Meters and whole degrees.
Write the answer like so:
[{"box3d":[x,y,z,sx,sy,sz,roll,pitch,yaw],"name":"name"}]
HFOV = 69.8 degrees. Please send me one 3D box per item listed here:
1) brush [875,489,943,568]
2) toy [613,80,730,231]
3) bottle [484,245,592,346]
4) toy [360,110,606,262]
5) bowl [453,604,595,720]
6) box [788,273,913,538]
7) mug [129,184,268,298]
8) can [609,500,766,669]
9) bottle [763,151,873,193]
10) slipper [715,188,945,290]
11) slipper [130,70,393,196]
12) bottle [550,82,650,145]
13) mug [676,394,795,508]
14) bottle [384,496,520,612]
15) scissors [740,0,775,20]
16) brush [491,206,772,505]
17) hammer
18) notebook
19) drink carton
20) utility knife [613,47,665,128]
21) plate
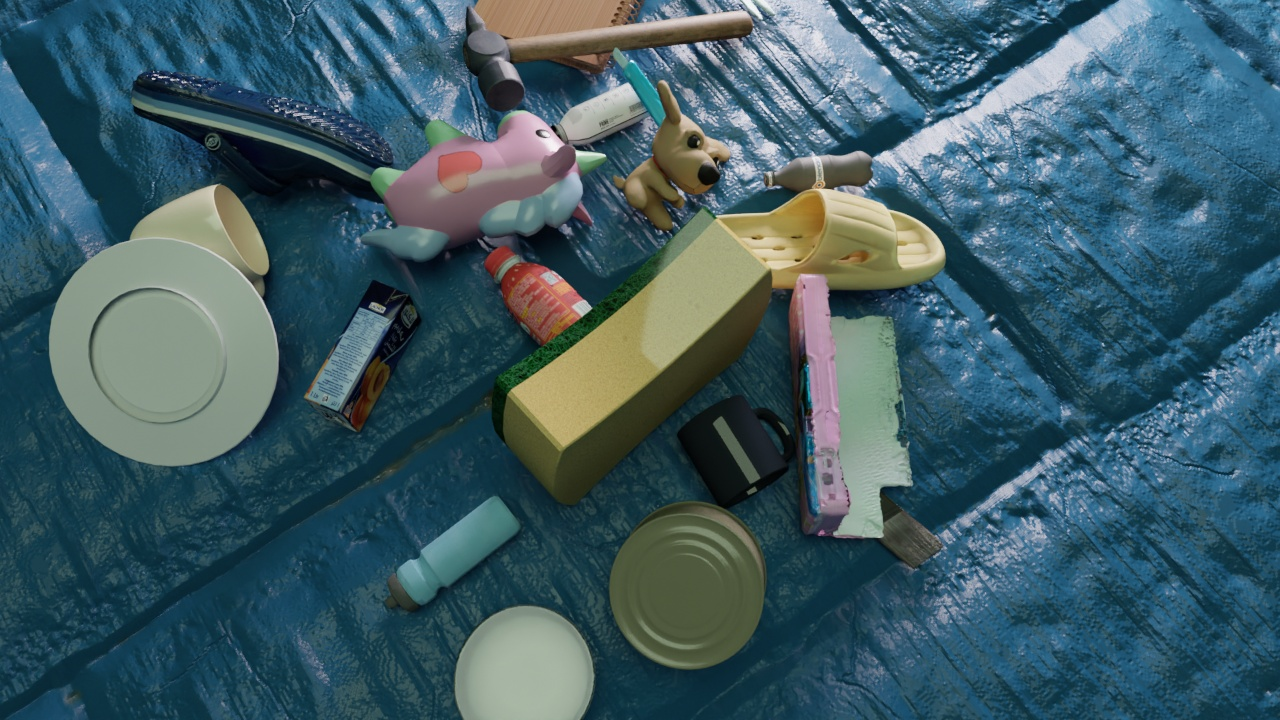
[{"box3d":[0.205,0.130,0.838,0.151,0.012,0.038,41,75,14],"name":"brush"},{"box3d":[0.030,-0.194,0.917,0.108,0.134,0.105,-47,52,10],"name":"toy"},{"box3d":[-0.093,-0.054,0.876,0.062,0.062,0.137,-42,75,-15],"name":"bottle"},{"box3d":[-0.156,-0.160,0.893,0.171,0.120,0.221,38,72,22],"name":"toy"},{"box3d":[-0.094,0.262,0.757,0.113,0.063,0.113,0,69,-1],"name":"bowl"},{"box3d":[0.193,0.038,0.822,0.105,0.086,0.230,-1,64,3],"name":"box"},{"box3d":[-0.419,-0.094,0.872,0.100,0.096,0.120,-23,109,-1],"name":"mug"},{"box3d":[0.041,0.184,0.763,0.128,0.073,0.127,0,88,8],"name":"can"},{"box3d":[0.182,-0.192,0.943,0.110,0.036,0.036,-7,70,-4],"name":"bottle"},{"box3d":[0.163,-0.127,0.886,0.261,0.079,0.111,-2,43,2],"name":"slipper"},{"box3d":[-0.374,-0.217,0.918,0.252,0.105,0.095,17,108,-8],"name":"slipper"},{"box3d":[-0.045,-0.253,0.960,0.116,0.041,0.041,-27,73,-10],"name":"bottle"},{"box3d":[0.095,0.078,0.832,0.104,0.071,0.077,-18,69,-36],"name":"mug"},{"box3d":[-0.167,0.172,0.802,0.130,0.040,0.040,-37,75,-13],"name":"bottle"},{"box3d":[0.102,-0.451,1.043,0.179,0.016,0.105,42,54,7],"name":"scissors"},{"box3d":[-0.005,0.005,0.783,0.249,0.195,0.075,-41,75,-14],"name":"brush"},{"box3d":[-0.027,-0.338,0.964,0.321,0.040,0.129,-14,59,-19],"name":"hammer"},{"box3d":[-0.075,-0.429,1.034,0.169,0.022,0.210,20,71,7],"name":"notebook"},{"box3d":[-0.254,-0.005,0.852,0.040,0.064,0.129,23,71,6],"name":"drink carton"},{"box3d":[0.012,-0.270,0.944,0.022,0.015,0.124,-40,114,-5],"name":"utility knife"},{"box3d":[-0.432,-0.005,0.825,0.208,0.015,0.208,0,98,1],"name":"plate"}]
